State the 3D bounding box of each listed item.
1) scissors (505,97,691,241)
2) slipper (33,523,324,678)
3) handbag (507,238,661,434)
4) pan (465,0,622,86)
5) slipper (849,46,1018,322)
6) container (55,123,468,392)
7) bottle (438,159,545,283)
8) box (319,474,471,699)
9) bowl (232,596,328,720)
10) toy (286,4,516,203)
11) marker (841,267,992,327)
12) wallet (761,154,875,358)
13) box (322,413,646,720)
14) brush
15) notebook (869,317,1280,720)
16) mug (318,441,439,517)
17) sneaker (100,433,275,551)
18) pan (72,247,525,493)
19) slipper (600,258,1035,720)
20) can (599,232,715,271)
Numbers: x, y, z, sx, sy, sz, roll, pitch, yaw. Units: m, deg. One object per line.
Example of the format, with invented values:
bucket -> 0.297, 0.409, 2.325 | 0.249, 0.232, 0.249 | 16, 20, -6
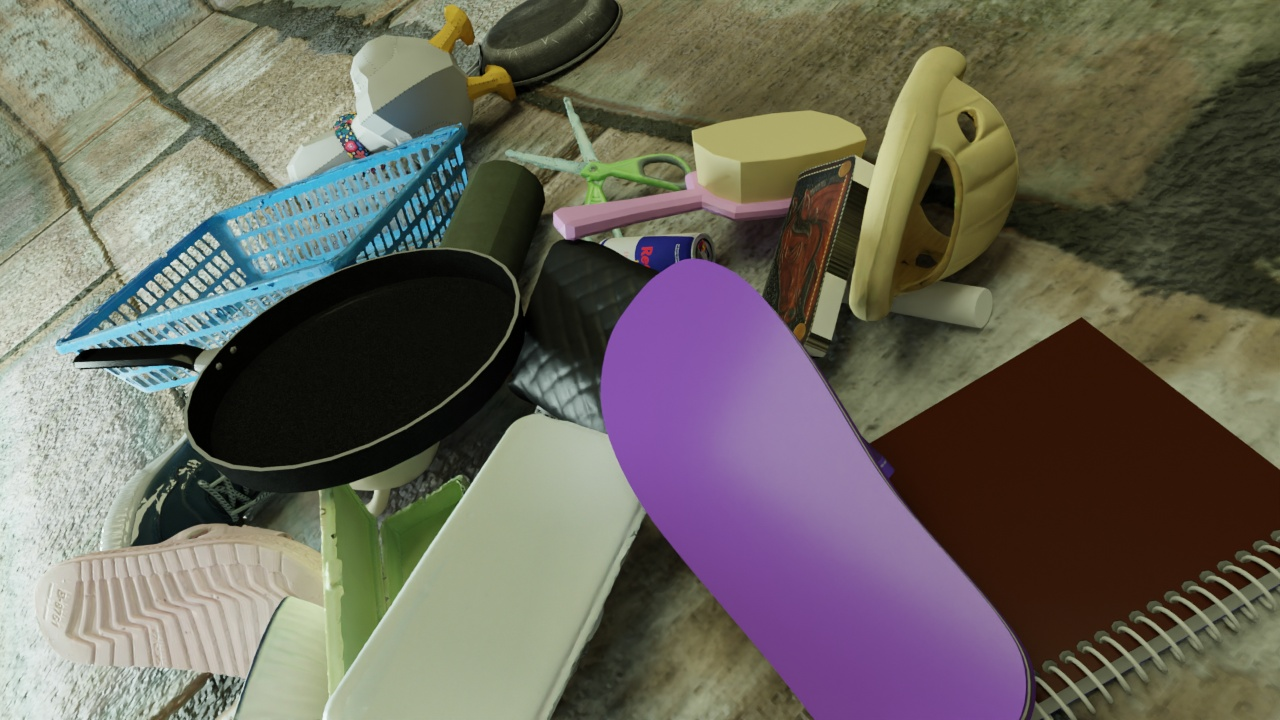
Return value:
scissors -> -0.041, -0.155, 0.776 | 0.171, 0.025, 0.159 | 12, 75, 17
slipper -> -0.289, 0.157, 0.616 | 0.240, 0.094, 0.064 | -5, 8, 15
handbag -> -0.004, 0.003, 0.601 | 0.154, 0.114, 0.125 | 28, 93, 44
pan -> -0.187, -0.352, 1.105 | 0.357, 0.055, 0.187 | -24, 40, 7
slipper -> 0.183, -0.116, 0.545 | 0.079, 0.111, 0.260 | 12, 38, 16
container -> -0.335, -0.086, 0.872 | 0.363, 0.089, 0.256 | -11, 33, 26
bottle -> -0.135, -0.080, 0.767 | 0.072, 0.071, 0.206 | -12, 44, 25
box -> -0.123, 0.134, 0.521 | 0.083, 0.091, 0.187 | -20, 43, -6
bowl -> -0.185, 0.197, 0.512 | 0.062, 0.118, 0.117 | 15, 46, -9
toy -> -0.270, -0.263, 0.990 | 0.267, 0.141, 0.246 | -37, 15, -3
marker -> 0.148, -0.041, 0.568 | 0.133, 0.023, 0.027 | 16, 82, 43
wallet -> 0.105, -0.061, 0.569 | 0.072, 0.019, 0.123 | 2, 73, 66
box -> -0.063, 0.110, 0.447 | 0.083, 0.122, 0.214 | -35, 24, 49
brush -> 0.049, -0.127, 0.632 | 0.228, 0.043, 0.089 | -14, 35, -19
notebook -> 0.172, 0.082, 0.430 | 0.209, 0.022, 0.171 | -32, 38, 4
mug -> -0.199, 0.058, 0.663 | 0.100, 0.096, 0.120 | 8, 93, 32
sneaker -> -0.323, 0.085, 0.725 | 0.087, 0.089, 0.234 | -7, 42, 23
pan -> -0.245, 0.001, 0.626 | 0.357, 0.034, 0.224 | -2, 39, 20
slipper -> 0.077, 0.072, 0.440 | 0.107, 0.084, 0.266 | -42, 55, 9
can -> 0.009, -0.078, 0.695 | 0.095, 0.032, 0.032 | 2, 51, 36
